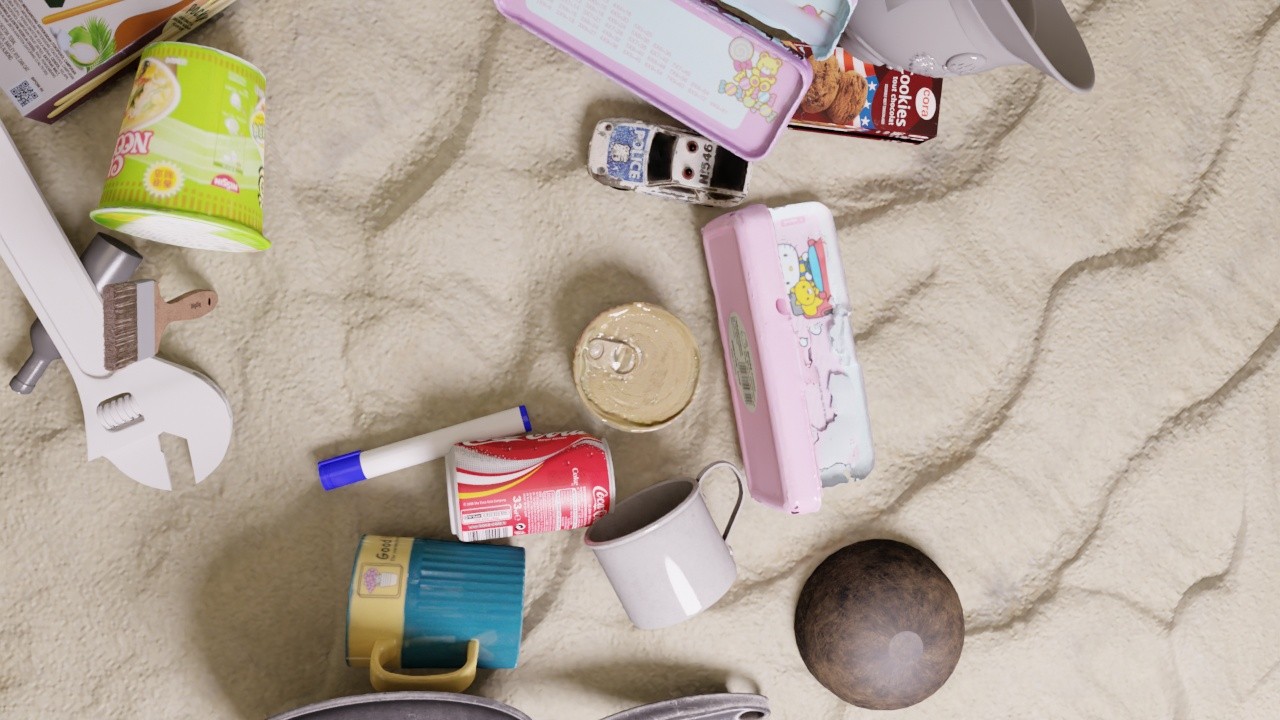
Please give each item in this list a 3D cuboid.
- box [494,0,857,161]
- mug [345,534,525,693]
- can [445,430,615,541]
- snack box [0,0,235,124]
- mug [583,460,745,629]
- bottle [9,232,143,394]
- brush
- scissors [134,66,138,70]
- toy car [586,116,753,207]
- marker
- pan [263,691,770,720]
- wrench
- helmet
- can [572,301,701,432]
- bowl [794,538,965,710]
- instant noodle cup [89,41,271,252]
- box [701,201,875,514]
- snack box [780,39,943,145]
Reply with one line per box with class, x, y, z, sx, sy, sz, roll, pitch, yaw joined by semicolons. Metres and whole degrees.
box;0.015;-0.224;0.553;0.214;0.150;0.048;32;59;2
mug;-0.129;0.166;0.581;0.107;0.113;0.083;6;118;-9
can;-0.073;0.081;0.602;0.104;0.064;0.064;-5;94;-11
snack box;-0.325;-0.242;0.562;0.186;0.031;0.101;-35;98;-1
mug;0.027;0.119;0.609;0.113;0.084;0.070;-28;98;-9
bottle;-0.364;-0.027;0.585;0.030;0.030;0.113;35;89;-7
brush;-0.276;-0.030;0.537;0.008;0.143;0.045;4;101;-5
scissors;-0.315;-0.303;0.582;0.146;0.015;0.209;-25;97;-1
toy car;0.021;-0.133;0.615;0.113;0.040;0.048;8;91;-6
marker;-0.144;0.058;0.619;0.141;0.020;0.020;-16;95;-5
pan;-0.076;0.253;0.590;0.356;0.055;0.188;3;137;-16
wrench;-0.341;-0.042;0.563;0.086;0.018;0.273;-24;107;-13
helmet;0.168;-0.245;0.577;0.183;0.118;0.270;12;56;-41
can;-0.004;0.004;0.618;0.086;0.043;0.086;0;93;-6
bowl;0.174;0.191;0.641;0.121;0.056;0.121;0;93;-6
instant noodle cup;-0.274;-0.129;0.561;0.099;0.099;0.108;5;85;-7
box;0.112;-0.006;0.616;0.102;0.087;0.202;-12;94;-18
snack box;0.132;-0.184;0.628;0.141;0.032;0.051;5;93;-6
